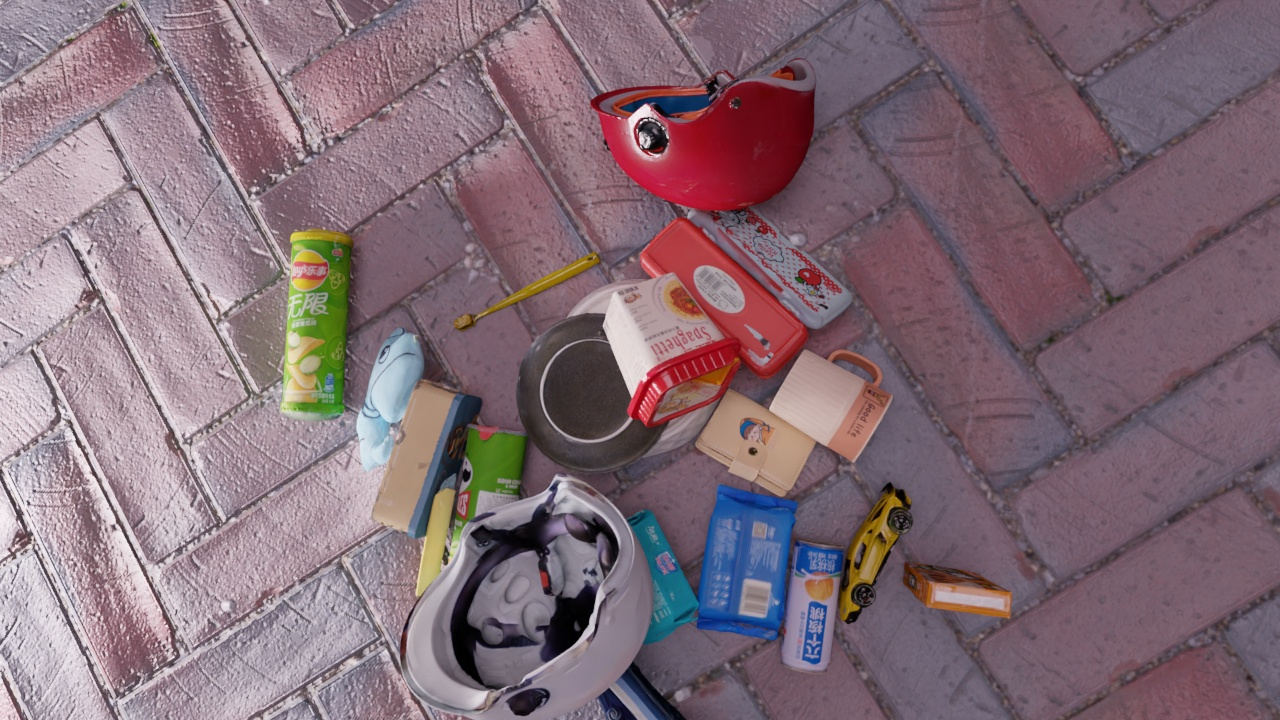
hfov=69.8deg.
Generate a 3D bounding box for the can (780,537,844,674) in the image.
[{"bbox_3d":[0.183,0.261,0.979,0.053,0.053,0.134,8,85,8],"label":"can"}]

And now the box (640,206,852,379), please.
[{"bbox_3d":[0.116,-0.092,1.004,0.161,0.059,0.201,-41,74,-17],"label":"box"}]

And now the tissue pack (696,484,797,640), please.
[{"bbox_3d":[0.114,0.218,0.994,0.095,0.052,0.157,8,85,7],"label":"tissue pack"}]

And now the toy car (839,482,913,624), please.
[{"bbox_3d":[0.243,0.204,0.968,0.041,0.071,0.156,25,88,8],"label":"toy car"}]

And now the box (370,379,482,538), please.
[{"bbox_3d":[-0.242,0.116,1.037,0.062,0.089,0.184,16,89,9],"label":"box"}]

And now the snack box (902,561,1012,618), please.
[{"bbox_3d":[0.311,0.227,0.914,0.075,0.153,0.026,6,85,8],"label":"snack box"}]

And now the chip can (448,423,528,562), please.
[{"bbox_3d":[-0.176,0.191,1.027,0.072,0.072,0.236,7,85,8],"label":"chip can"}]

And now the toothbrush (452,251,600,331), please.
[{"bbox_3d":[-0.135,-0.081,1.079,0.190,0.016,0.015,-26,82,4],"label":"toothbrush"}]

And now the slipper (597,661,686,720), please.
[{"bbox_3d":[0.001,0.395,0.963,0.095,0.105,0.253,-41,78,-6],"label":"slipper"}]

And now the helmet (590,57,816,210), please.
[{"bbox_3d":[0.072,-0.234,0.989,0.240,0.206,0.144,1,115,26],"label":"helmet"}]

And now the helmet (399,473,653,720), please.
[{"bbox_3d":[-0.095,0.257,0.916,0.259,0.146,0.229,-39,38,3],"label":"helmet"}]

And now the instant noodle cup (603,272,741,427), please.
[{"bbox_3d":[0.025,-0.014,0.951,0.116,0.117,0.124,-21,68,-22],"label":"instant noodle cup"}]

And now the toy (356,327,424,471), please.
[{"bbox_3d":[-0.287,0.038,1.053,0.157,0.049,0.161,-46,41,29],"label":"toy"}]

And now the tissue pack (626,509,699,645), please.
[{"bbox_3d":[0.000,0.238,0.990,0.093,0.050,0.133,-35,75,38],"label":"tissue pack"}]

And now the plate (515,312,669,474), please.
[{"bbox_3d":[-0.052,0.034,1.006,0.179,0.024,0.179,-1,83,9],"label":"plate"}]

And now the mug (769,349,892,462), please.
[{"bbox_3d":[0.211,0.036,0.992,0.106,0.082,0.114,30,62,11],"label":"mug"}]

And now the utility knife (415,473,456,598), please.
[{"bbox_3d":[-0.228,0.203,1.029,0.018,0.030,0.167,34,115,37],"label":"utility knife"}]

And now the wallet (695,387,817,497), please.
[{"bbox_3d":[0.127,0.091,1.010,0.115,0.024,0.087,30,69,9],"label":"wallet"}]

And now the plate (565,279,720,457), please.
[{"bbox_3d":[-0.006,0.006,1.038,0.205,0.045,0.204,-1,84,7],"label":"plate"}]

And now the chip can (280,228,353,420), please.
[{"bbox_3d":[-0.380,-0.040,1.081,0.072,0.072,0.221,1,84,8],"label":"chip can"}]
